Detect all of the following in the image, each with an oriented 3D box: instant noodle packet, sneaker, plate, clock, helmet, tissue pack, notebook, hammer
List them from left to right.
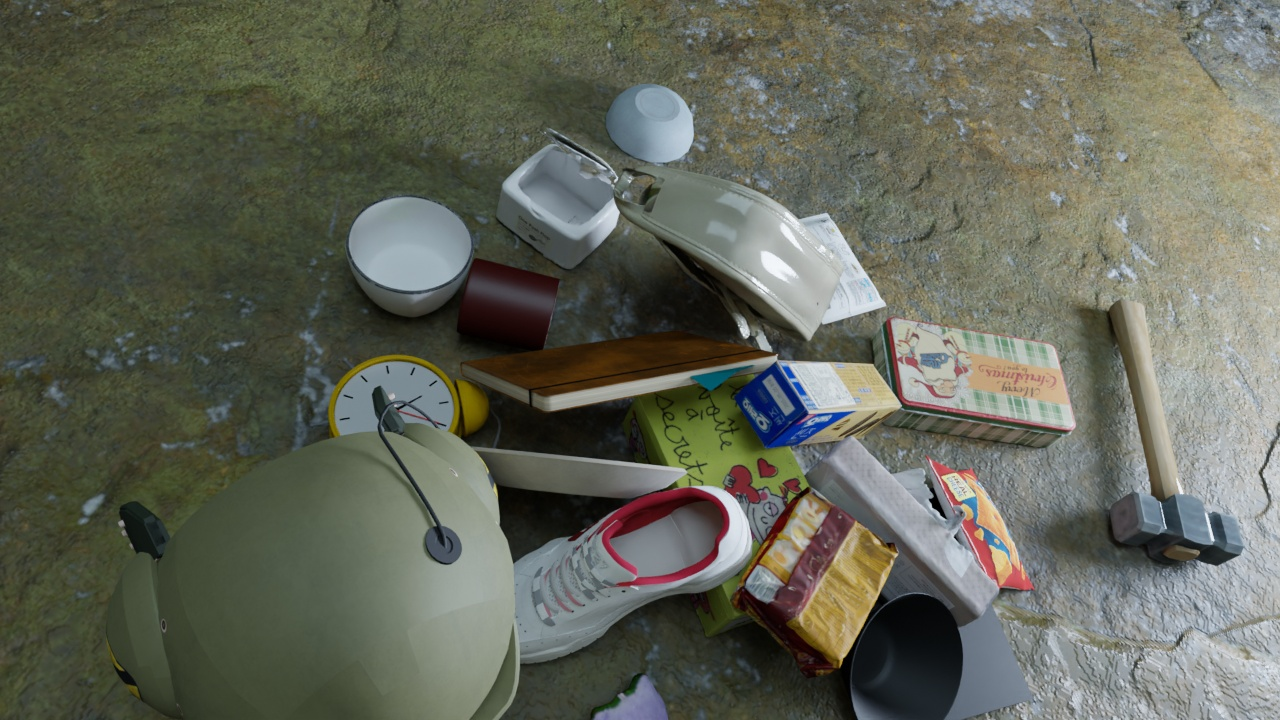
[{"bbox_3d":[-0.193,0.165,0.599,0.249,0.256,0.233,-28,67,-25],"label":"helmet"},{"bbox_3d":[-0.199,0.054,0.799,0.152,0.052,0.113,17,57,-1],"label":"clock"},{"bbox_3d":[-0.058,0.091,0.729,0.188,0.189,0.027,7,83,-11],"label":"plate"},{"bbox_3d":[-0.031,0.160,0.705,0.237,0.104,0.090,-21,65,4],"label":"sneaker"},{"bbox_3d":[-0.007,0.004,0.806,0.248,0.179,0.014,-9,104,-32],"label":"notebook"},{"bbox_3d":[0.139,0.173,0.733,0.098,0.040,0.135,36,54,8],"label":"instant noodle packet"},{"bbox_3d":[0.205,-0.105,1.020,0.087,0.026,0.134,-16,65,-23],"label":"instant noodle packet"},{"bbox_3d":[0.225,0.152,0.807,0.071,0.104,0.181,-31,71,-33],"label":"tissue pack"},{"bbox_3d":[0.253,0.224,0.843,0.148,0.016,0.206,-6,62,-20],"label":"notebook"},{"bbox_3d":[0.560,0.065,1.007,0.117,0.051,0.322,14,54,-7],"label":"hammer"}]

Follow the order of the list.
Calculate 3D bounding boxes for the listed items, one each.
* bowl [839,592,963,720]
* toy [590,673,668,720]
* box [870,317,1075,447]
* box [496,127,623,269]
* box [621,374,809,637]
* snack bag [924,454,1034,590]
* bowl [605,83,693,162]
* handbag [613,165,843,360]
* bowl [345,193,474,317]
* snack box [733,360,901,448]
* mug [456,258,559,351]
[{"bbox_3d":[0.203,0.248,0.758,0.124,0.053,0.124,0,90,-29],"label":"bowl"},{"bbox_3d":[0.013,0.298,0.721,0.080,0.037,0.099,-29,75,-38],"label":"toy"},{"bbox_3d":[0.349,0.022,0.971,0.205,0.050,0.117,10,58,-10],"label":"box"},{"bbox_3d":[-0.073,-0.182,0.930,0.110,0.130,0.102,38,58,6],"label":"box"},{"bbox_3d":[0.078,0.118,0.820,0.124,0.082,0.220,-11,65,-21],"label":"box"},{"bbox_3d":[0.316,0.155,0.859,0.144,0.039,0.130,18,45,-53],"label":"snack bag"},{"bbox_3d":[0.015,-0.283,1.067,0.106,0.039,0.106,7,58,-11],"label":"bowl"},{"bbox_3d":[0.079,-0.084,0.882,0.184,0.229,0.132,24,85,23],"label":"handbag"},{"bbox_3d":[-0.219,-0.093,0.872,0.116,0.066,0.116,7,58,-11],"label":"bowl"},{"bbox_3d":[0.168,0.040,0.848,0.206,0.057,0.056,2,52,-52],"label":"snack box"},{"bbox_3d":[-0.125,-0.060,0.883,0.082,0.073,0.105,14,29,-7],"label":"mug"}]
